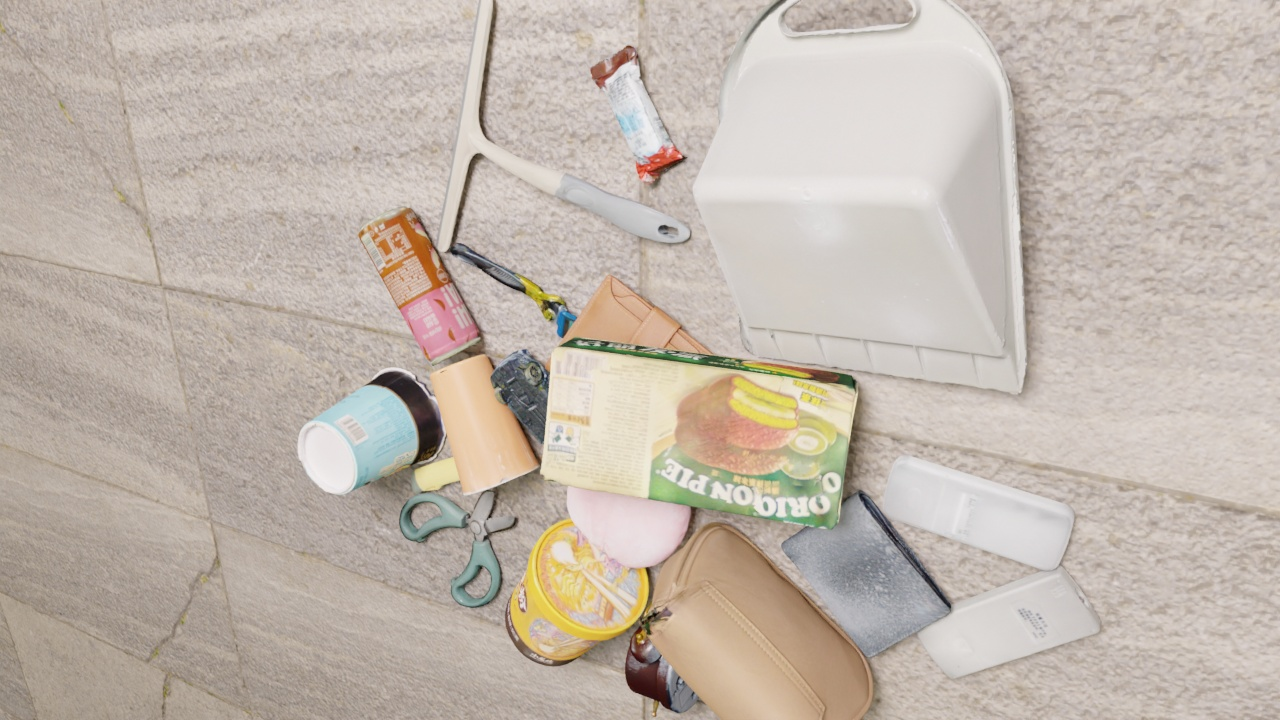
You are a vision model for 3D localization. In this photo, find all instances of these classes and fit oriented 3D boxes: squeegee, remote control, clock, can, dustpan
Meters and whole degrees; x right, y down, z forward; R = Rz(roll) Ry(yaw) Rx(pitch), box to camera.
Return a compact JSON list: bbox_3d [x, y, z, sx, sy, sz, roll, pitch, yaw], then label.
[{"bbox_3d":[-0.071,-0.152,0.777,0.247,0.039,0.247,28,121,17],"label":"squeegee"},{"bbox_3d":[0.258,0.116,0.708,0.136,0.020,0.056,17,118,23],"label":"remote control"},{"bbox_3d":[0.025,0.276,0.870,0.055,0.081,0.122,8,120,34],"label":"clock"},{"bbox_3d":[-0.211,-0.071,0.879,0.058,0.057,0.147,-24,97,35],"label":"can"},{"bbox_3d":[0.288,0.210,0.729,0.135,0.019,0.056,-36,89,36],"label":"remote control"},{"bbox_3d":[0.154,-0.117,0.635,0.223,0.142,0.258,9,153,35],"label":"dustpan"}]

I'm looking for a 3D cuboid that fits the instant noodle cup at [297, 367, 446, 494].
[{"bbox_3d":[-0.281,0.079,0.942,0.111,0.120,0.111,11,115,26],"label":"instant noodle cup"}]

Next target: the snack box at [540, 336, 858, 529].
[{"bbox_3d":[0.045,0.054,0.733,0.240,0.063,0.114,7,102,11],"label":"snack box"}]

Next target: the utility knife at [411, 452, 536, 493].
[{"bbox_3d":[-0.180,0.113,0.961,0.176,0.019,0.031,-16,104,35],"label":"utility knife"}]

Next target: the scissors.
[{"bbox_3d":[-0.206,0.186,1.006,0.177,0.019,0.175,32,124,16],"label":"scissors"}]

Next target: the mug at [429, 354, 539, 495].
[{"bbox_3d":[-0.156,0.060,0.891,0.078,0.078,0.122,-21,89,34],"label":"mug"}]

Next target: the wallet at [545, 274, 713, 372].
[{"bbox_3d":[-0.005,0.005,0.790,0.132,0.031,0.108,39,106,11],"label":"wallet"}]

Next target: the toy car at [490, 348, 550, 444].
[{"bbox_3d":[-0.091,0.044,0.872,0.054,0.036,0.120,-30,103,34],"label":"toy car"}]

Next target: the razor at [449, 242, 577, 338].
[{"bbox_3d":[-0.115,-0.070,0.843,0.143,0.022,0.043,33,151,9],"label":"razor"}]

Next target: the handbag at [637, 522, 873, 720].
[{"bbox_3d":[0.092,0.245,0.779,0.204,0.147,0.100,45,123,12],"label":"handbag"}]

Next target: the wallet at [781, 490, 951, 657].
[{"bbox_3d":[0.187,0.180,0.768,0.121,0.019,0.097,53,128,12],"label":"wallet"}]

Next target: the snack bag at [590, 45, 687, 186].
[{"bbox_3d":[-0.003,-0.194,0.728,0.045,0.026,0.105,-22,97,35],"label":"snack bag"}]

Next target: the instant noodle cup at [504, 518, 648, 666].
[{"bbox_3d":[-0.069,0.231,0.891,0.118,0.118,0.115,44,133,8],"label":"instant noodle cup"}]

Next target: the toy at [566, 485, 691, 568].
[{"bbox_3d":[-0.001,0.110,0.835,0.121,0.054,0.160,32,110,15],"label":"toy"}]
